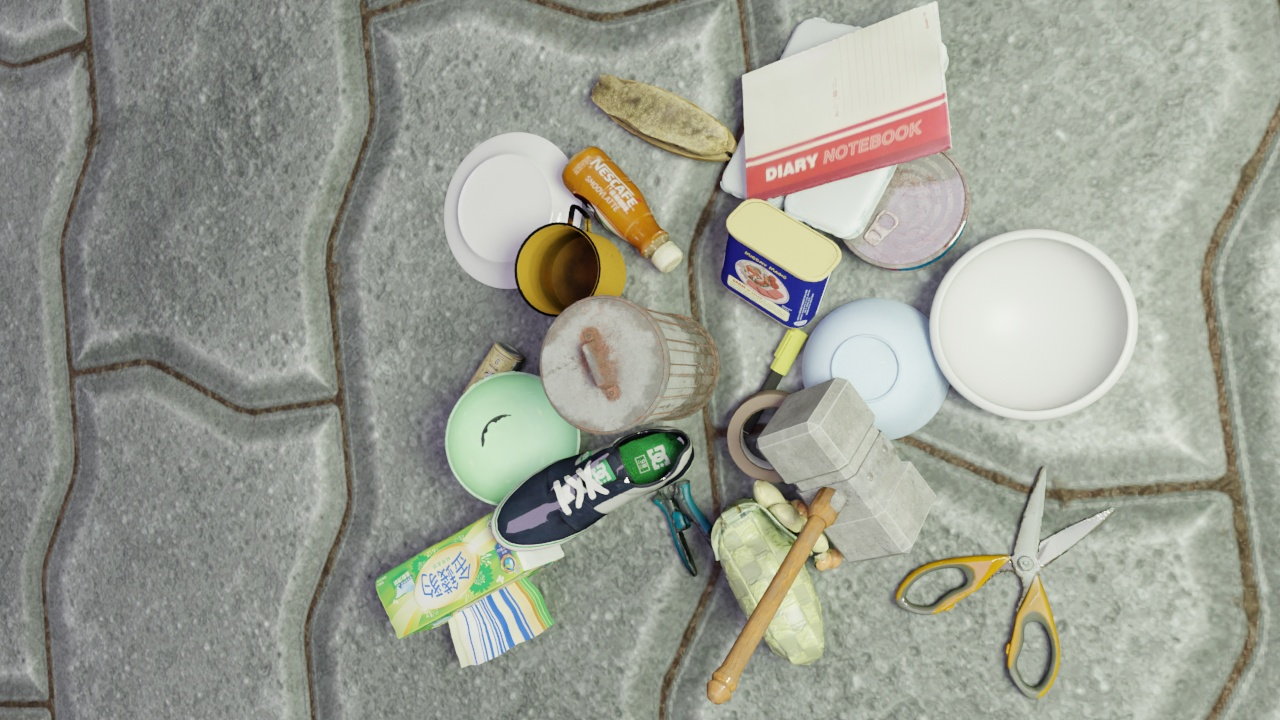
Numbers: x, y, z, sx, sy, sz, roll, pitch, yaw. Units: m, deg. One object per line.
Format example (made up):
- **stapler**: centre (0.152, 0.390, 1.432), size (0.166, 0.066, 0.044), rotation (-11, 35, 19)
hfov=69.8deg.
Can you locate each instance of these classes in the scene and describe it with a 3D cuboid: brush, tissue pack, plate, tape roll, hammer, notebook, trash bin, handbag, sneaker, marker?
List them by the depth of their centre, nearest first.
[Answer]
- **hammer**: centre (0.138, 0.174, 0.810), size (0.163, 0.316, 0.083), rotation (51, 140, -10)
- **notebook**: centre (0.195, -0.247, 0.901), size (0.209, 0.012, 0.153), rotation (-11, 72, 35)
- **trash bin**: centre (-0.006, 0.005, 0.936), size (0.131, 0.211, 0.131), rotation (0, 89, 21)
- **handbag**: centre (0.148, 0.212, 0.937), size (0.117, 0.113, 0.186), rotation (-27, 83, 5)
- **tape roll**: centre (0.139, 0.079, 0.964), size (0.094, 0.030, 0.094), rotation (2, 99, 11)
- **sneaker**: centre (-0.053, 0.130, 0.973), size (0.235, 0.079, 0.084), rotation (-24, 75, -6)
- **marker**: centre (0.140, 0.022, 0.982), size (0.021, 0.017, 0.124), rotation (23, 102, -25)
- **brush**: centre (0.021, -0.270, 1.014), size (0.195, 0.043, 0.059), rotation (32, 98, 25)
- **tissue pack**: centre (-0.182, 0.269, 1.058), size (0.198, 0.120, 0.141), rotation (-33, 77, 24)
- **plate**: centre (-0.159, -0.181, 1.102), size (0.189, 0.016, 0.188), rotation (0, 89, 21)

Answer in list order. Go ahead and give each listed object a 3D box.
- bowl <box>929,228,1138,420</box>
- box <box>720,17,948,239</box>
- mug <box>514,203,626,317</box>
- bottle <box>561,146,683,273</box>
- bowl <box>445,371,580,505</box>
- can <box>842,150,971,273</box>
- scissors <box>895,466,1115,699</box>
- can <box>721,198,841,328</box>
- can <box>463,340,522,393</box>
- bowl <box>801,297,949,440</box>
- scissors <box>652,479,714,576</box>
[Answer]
- **bowl**: centre (0.368, -0.033, 0.869), size (0.177, 0.066, 0.176), rotation (0, 89, 21)
- **box**: centre (0.189, -0.241, 0.930), size (0.189, 0.037, 0.209), rotation (33, 98, 35)
- **mug**: centre (-0.073, -0.110, 1.025), size (0.101, 0.094, 0.124), rotation (9, 94, 19)
- **bottle**: centre (-0.017, -0.165, 1.024), size (0.059, 0.059, 0.167), rotation (-46, 75, 14)
- **bowl**: centre (-0.149, 0.090, 1.050), size (0.150, 0.077, 0.151), rotation (1, 84, -14)
- **can**: centre (0.263, -0.155, 0.923), size (0.130, 0.044, 0.130), rotation (0, 89, 21)
- **scissors**: centre (0.370, 0.221, 0.892), size (0.226, 0.016, 0.216), rotation (-32, 78, 16)
- **can**: centre (0.139, -0.096, 0.939), size (0.116, 0.092, 0.056), rotation (35, 63, 18)
- **can**: centre (-0.177, 0.019, 1.094), size (0.038, 0.038, 0.079), rotation (39, 102, 17)
- **bowl**: centre (0.230, 0.009, 0.917), size (0.151, 0.074, 0.150), rotation (0, 89, 20)
- **scissors**: centre (0.042, 0.172, 1.018), size (0.126, 0.019, 0.144), rotation (13, 92, 21)
